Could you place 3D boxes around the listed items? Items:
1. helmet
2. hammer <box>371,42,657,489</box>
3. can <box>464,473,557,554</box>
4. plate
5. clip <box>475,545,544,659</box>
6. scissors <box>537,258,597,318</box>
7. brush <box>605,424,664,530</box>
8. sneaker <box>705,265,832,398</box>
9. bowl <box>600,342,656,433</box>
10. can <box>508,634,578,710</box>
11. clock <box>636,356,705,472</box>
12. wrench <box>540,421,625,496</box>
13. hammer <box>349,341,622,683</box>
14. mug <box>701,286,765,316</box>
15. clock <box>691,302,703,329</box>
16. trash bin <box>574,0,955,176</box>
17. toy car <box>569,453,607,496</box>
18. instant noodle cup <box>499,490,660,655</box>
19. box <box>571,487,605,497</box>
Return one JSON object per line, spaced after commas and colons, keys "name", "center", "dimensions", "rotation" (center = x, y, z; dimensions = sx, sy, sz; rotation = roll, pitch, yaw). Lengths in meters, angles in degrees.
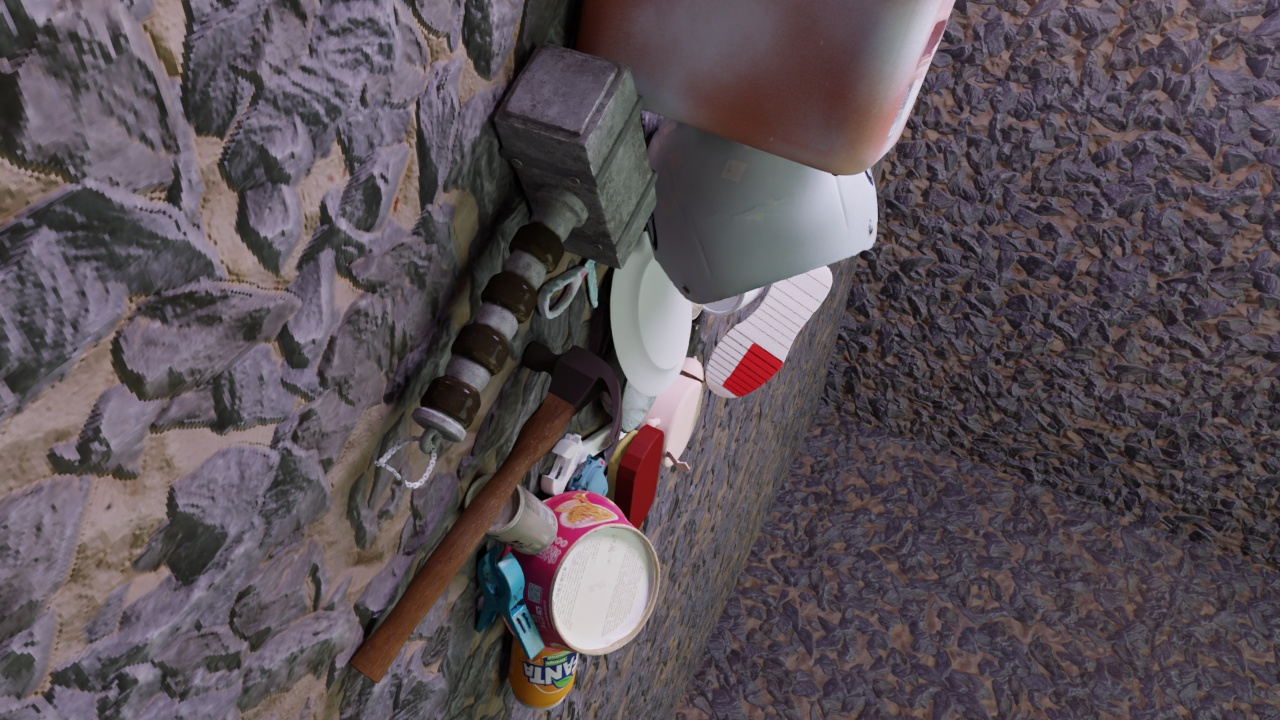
{"name": "helmet", "center": [0.102, -0.194, 0.900], "dimensions": [0.263, 0.237, 0.164], "rotation": [-94, 165, -49]}
{"name": "hammer", "center": [-0.091, -0.053, 0.671], "dimensions": [0.325, 0.079, 0.177], "rotation": [-64, 163, -19]}
{"name": "can", "center": [-0.119, 0.148, 0.867], "dimensions": [0.136, 0.054, 0.054], "rotation": [64, 48, -68]}
{"name": "plate", "center": [0.022, -0.054, 1.019], "dimensions": [0.188, 0.016, 0.188], "rotation": [-1, 91, -61]}
{"name": "clip", "center": [-0.144, 0.234, 0.917], "dimensions": [0.027, 0.104, 0.121], "rotation": [-42, 142, -47]}
{"name": "scissors", "center": [-0.055, -0.092, 0.863], "dimensions": [0.171, 0.014, 0.172], "rotation": [93, 22, -54]}
{"name": "brush", "center": [-0.012, 0.152, 1.155], "dimensions": [0.082, 0.042, 0.174], "rotation": [-54, 160, -40]}
{"name": "sneaker", "center": [0.185, -0.045, 1.334], "dimensions": [0.236, 0.090, 0.104], "rotation": [-55, 175, 4]}
{"name": "bowl", "center": [-0.006, 0.006, 1.086], "dimensions": [0.158, 0.038, 0.157], "rotation": [90, 26, -50]}
{"name": "can", "center": [-0.110, 0.333, 1.069], "dimensions": [0.078, 0.079, 0.143], "rotation": [-45, 151, -55]}
{"name": "clock", "center": [0.052, 0.086, 1.307], "dimensions": [0.160, 0.086, 0.131], "rotation": [-62, 163, -45]}
{"name": "wrench", "center": [-0.052, 0.098, 1.092], "dimensions": [0.272, 0.018, 0.066], "rotation": [-25, 133, -69]}
{"name": "hammer", "center": [-0.127, 0.122, 0.770], "dimensions": [0.322, 0.115, 0.033], "rotation": [-54, 159, -21]}
{"name": "mug", "center": [0.125, -0.110, 1.297], "dimensions": [0.106, 0.082, 0.083], "rotation": [-28, 136, -64]}
{"name": "clock", "center": [0.054, -0.077, 1.156], "dimensions": [0.093, 0.054, 0.141], "rotation": [8, 100, -73]}
{"name": "trash bin", "center": [0.092, -0.260, 0.710], "dimensions": [0.181, 0.260, 0.158], "rotation": [-43, 153, -58]}
{"name": "toy car", "center": [-0.055, 0.156, 1.056], "dimensions": [0.060, 0.027, 0.108], "rotation": [-55, 159, -34]}
{"name": "instant noodle cup", "center": [-0.055, 0.233, 0.970], "dimensions": [0.178, 0.078, 0.178], "rotation": [-5, 98, -37]}
{"name": "box", "center": [-0.072, 0.217, 1.169], "dimensions": [0.125, 0.021, 0.209], "rotation": [-67, 163, -2]}
